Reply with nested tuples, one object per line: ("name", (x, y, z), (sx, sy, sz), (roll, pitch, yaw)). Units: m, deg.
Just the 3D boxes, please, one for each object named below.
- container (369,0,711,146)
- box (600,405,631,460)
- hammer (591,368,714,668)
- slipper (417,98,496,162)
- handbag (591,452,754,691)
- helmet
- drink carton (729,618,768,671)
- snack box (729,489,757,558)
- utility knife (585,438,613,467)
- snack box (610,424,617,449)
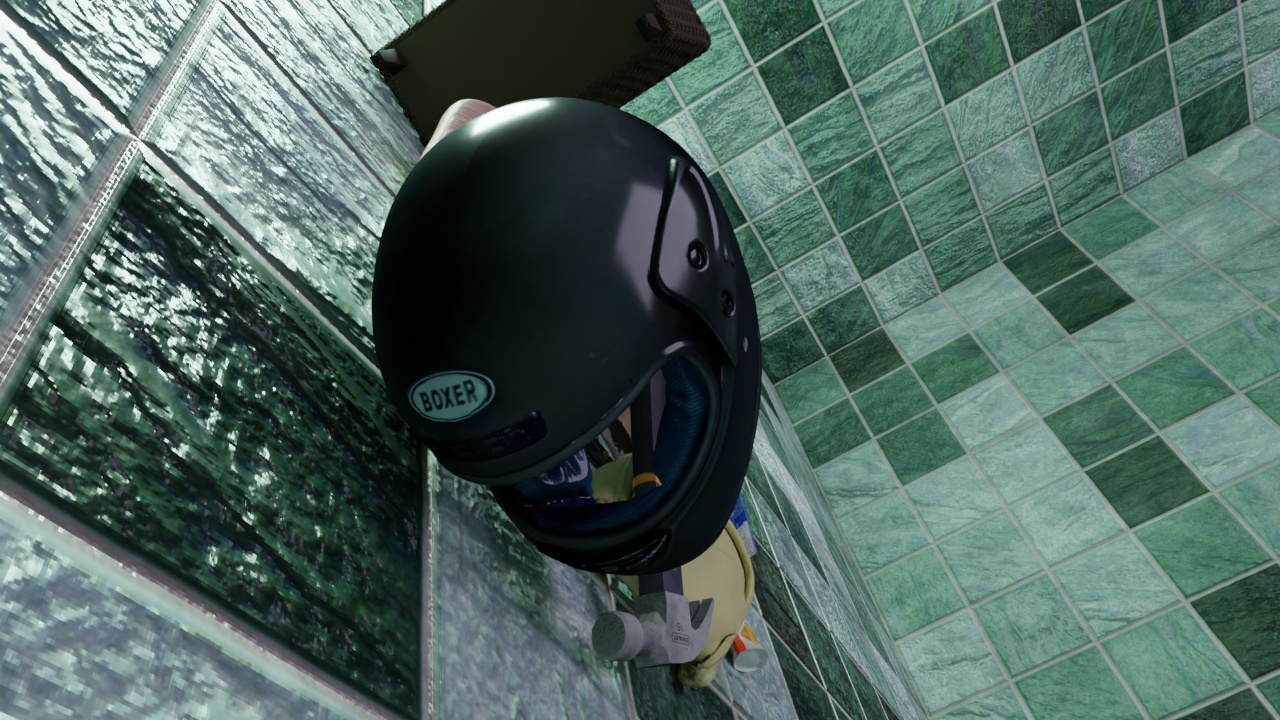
("container", (-0.113, -0.334, 0.988), (0.176, 0.322, 0.204), (59, 17, -7))
("box", (0.022, 0.139, 0.990), (0.216, 0.062, 0.081), (61, -11, -15))
("hammer", (0.008, 0.095, 0.770), (0.139, 0.035, 0.312), (30, 48, -49))
("slipper", (-0.171, -0.160, 0.857), (0.093, 0.082, 0.196), (21, 52, -21))
("handbag", (0.026, 0.180, 0.852), (0.233, 0.089, 0.190), (54, 18, -25))
("helmet", (-0.058, -0.021, 0.614), (0.235, 0.250, 0.315), (22, 63, -53))
("drink carton", (0.104, 0.297, 1.067), (0.069, 0.039, 0.122), (49, 9, -45))
("snack box", (0.089, 0.175, 1.075), (0.059, 0.059, 0.227), (45, -15, 36))
("utility knife", (-0.046, 0.093, 0.939), (0.213, 0.020, 0.028), (55, 11, -41))
("snack box", (-0.023, 0.074, 1.075), (0.149, 0.026, 0.061), (61, 11, 6))
